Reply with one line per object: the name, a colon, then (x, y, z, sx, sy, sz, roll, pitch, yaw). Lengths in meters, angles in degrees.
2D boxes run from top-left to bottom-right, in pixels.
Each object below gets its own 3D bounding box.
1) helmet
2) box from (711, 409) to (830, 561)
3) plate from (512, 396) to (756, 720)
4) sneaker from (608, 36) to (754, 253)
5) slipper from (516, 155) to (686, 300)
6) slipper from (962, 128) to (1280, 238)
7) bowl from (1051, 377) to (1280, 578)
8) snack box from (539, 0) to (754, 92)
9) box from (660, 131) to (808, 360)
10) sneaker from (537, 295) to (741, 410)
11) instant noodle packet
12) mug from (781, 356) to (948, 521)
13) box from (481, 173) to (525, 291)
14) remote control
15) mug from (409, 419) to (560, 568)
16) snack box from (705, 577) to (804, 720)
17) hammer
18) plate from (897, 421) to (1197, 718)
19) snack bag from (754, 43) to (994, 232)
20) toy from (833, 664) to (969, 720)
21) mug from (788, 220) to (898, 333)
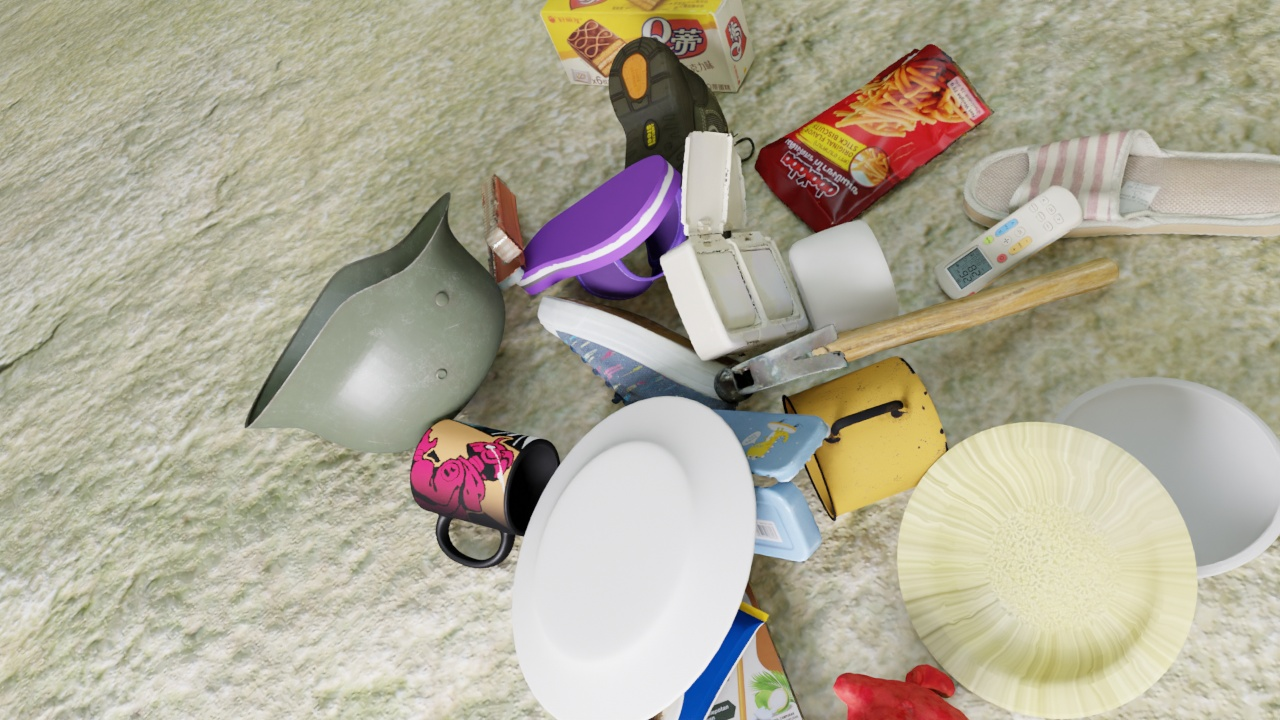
helmet: (-0.214, -0.018, 0.836, 0.268, 0.154, 0.227, -56, 22, 0)
box: (0.054, 0.088, 0.687, 0.209, 0.073, 0.085, 0, 42, 50)
plate: (-0.018, 0.135, 0.655, 0.243, 0.016, 0.242, -29, 46, 35)
sneaker: (0.050, -0.199, 0.934, 0.101, 0.142, 0.238, -19, 81, 33)
slipper: (-0.024, -0.103, 0.858, 0.267, 0.084, 0.107, -14, 42, 57)
slipper: (0.412, -0.150, 0.779, 0.263, 0.052, 0.114, 7, 57, 25)
bowl: (0.354, 0.085, 0.630, 0.150, 0.043, 0.149, -12, 53, 16)
snack box: (0.007, -0.378, 1.062, 0.230, 0.110, 0.061, 12, 61, 28)
box: (0.075, -0.096, 0.761, 0.058, 0.144, 0.187, -15, 91, 37)
sneaker: (-0.005, 0.005, 0.819, 0.236, 0.087, 0.079, 25, 101, 37)
instant noodle packet: (0.019, 0.214, 0.628, 0.087, 0.026, 0.134, 18, 63, 37)
mug: (0.167, 0.052, 0.675, 0.094, 0.124, 0.100, -21, 70, 2)
box: (-0.147, -0.136, 0.941, 0.071, 0.056, 0.187, -64, 22, 22)
remote control: (0.308, -0.097, 0.772, 0.126, 0.018, 0.038, -37, 62, 22)
mug: (-0.134, 0.116, 0.777, 0.098, 0.081, 0.118, 9, 86, 26)
snack box: (0.049, 0.221, 0.652, 0.101, 0.032, 0.185, -23, 50, 3)
hammer: (0.226, -0.030, 0.702, 0.330, 0.132, 0.033, -16, 83, -15)
plate: (0.263, 0.135, 0.602, 0.185, 0.036, 0.184, -12, 72, 41)
snack bag: (0.227, -0.216, 0.911, 0.208, 0.066, 0.139, -36, 56, 4)
toy: (0.155, 0.246, 0.578, 0.088, 0.094, 0.132, 24, 38, 22)
mug: (0.169, -0.073, 0.787, 0.068, 0.094, 0.115, -20, 43, 7)
